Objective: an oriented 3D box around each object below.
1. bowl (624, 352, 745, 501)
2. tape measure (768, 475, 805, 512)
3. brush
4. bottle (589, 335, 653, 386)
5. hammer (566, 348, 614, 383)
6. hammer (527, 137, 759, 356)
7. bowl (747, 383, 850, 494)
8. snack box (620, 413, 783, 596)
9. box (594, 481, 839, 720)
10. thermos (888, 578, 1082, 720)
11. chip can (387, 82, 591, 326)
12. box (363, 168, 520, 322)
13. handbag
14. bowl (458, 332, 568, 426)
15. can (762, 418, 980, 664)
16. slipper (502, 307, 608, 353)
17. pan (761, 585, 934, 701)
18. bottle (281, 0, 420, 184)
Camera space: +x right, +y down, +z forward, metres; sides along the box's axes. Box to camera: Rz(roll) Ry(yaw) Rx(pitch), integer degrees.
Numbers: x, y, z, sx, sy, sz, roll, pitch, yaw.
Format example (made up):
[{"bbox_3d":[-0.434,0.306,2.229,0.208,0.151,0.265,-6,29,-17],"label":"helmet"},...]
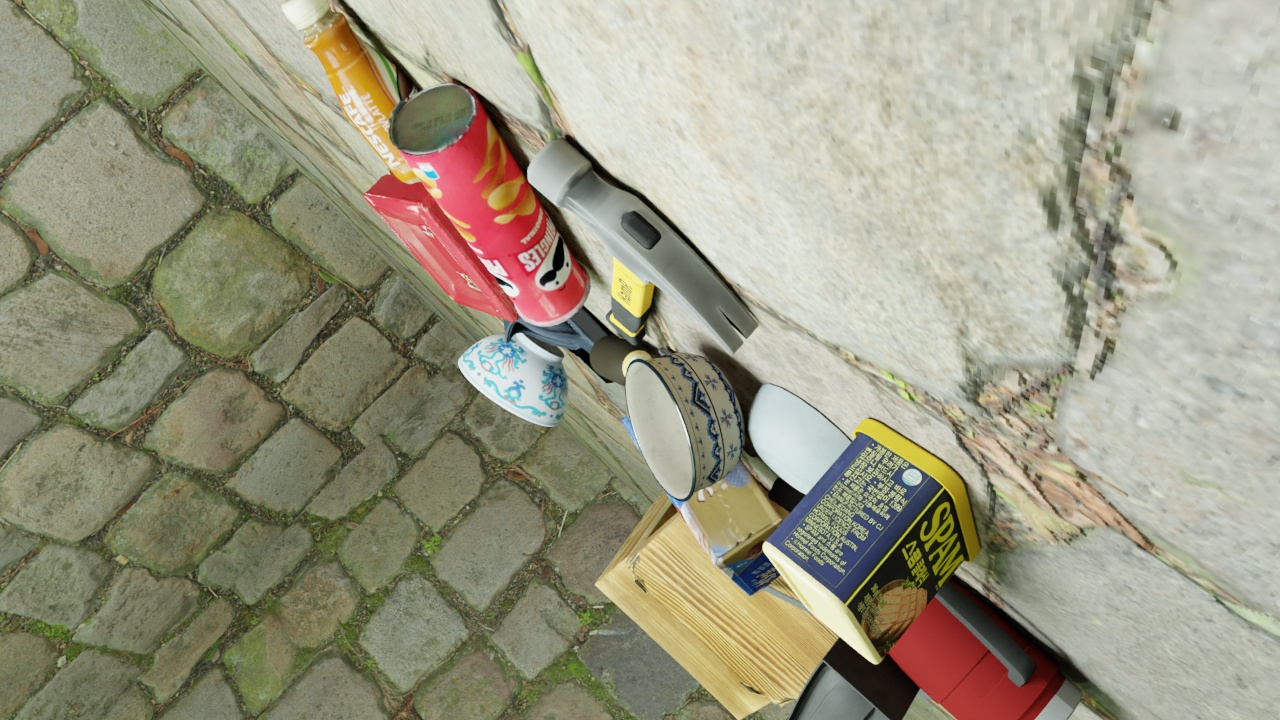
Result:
[{"bbox_3d":[0.039,0.045,0.715,0.115,0.059,0.116,53,153,42],"label":"bowl"},{"bbox_3d":[0.147,0.121,0.825,0.058,0.038,0.058,32,178,-30],"label":"tape measure"},{"bbox_3d":[0.068,0.043,0.862,0.151,0.012,0.039,49,171,-30],"label":"brush"},{"bbox_3d":[-0.005,0.005,0.885,0.045,0.045,0.185,46,172,-16],"label":"bottle"},{"bbox_3d":[-0.142,-0.067,1.180,0.328,0.039,0.131,36,167,35],"label":"hammer"},{"bbox_3d":[-0.003,-0.051,0.700,0.170,0.034,0.325,41,172,4],"label":"hammer"},{"bbox_3d":[0.118,0.068,0.682,0.106,0.039,0.106,42,171,8],"label":"bowl"},{"bbox_3d":[0.072,0.123,0.846,0.155,0.069,0.203,57,-179,26],"label":"snack box"},{"bbox_3d":[0.155,0.268,1.210,0.279,0.285,0.337,44,129,0],"label":"box"},{"bbox_3d":[0.236,0.208,0.710,0.198,0.083,0.108,41,154,24],"label":"thermos"},{"bbox_3d":[-0.111,-0.115,0.727,0.073,0.073,0.233,38,169,31],"label":"chip can"},{"bbox_3d":[-0.163,-0.127,0.869,0.130,0.097,0.157,26,158,46],"label":"box"},{"bbox_3d":[0.174,0.304,0.816,0.072,0.196,0.175,40,-147,18],"label":"handbag"},{"bbox_3d":[-0.139,0.007,1.111,0.144,0.074,0.144,33,-170,-7],"label":"bowl"},{"bbox_3d":[0.148,0.119,0.584,0.075,0.104,0.135,36,169,38],"label":"can"},{"bbox_3d":[-0.126,-0.053,1.032,0.265,0.083,0.109,43,173,7],"label":"slipper"},{"bbox_3d":[0.247,0.291,0.993,0.355,0.024,0.217,20,153,30],"label":"pan"},{"bbox_3d":[-0.220,-0.222,0.741,0.059,0.059,0.167,31,162,52],"label":"bottle"}]
